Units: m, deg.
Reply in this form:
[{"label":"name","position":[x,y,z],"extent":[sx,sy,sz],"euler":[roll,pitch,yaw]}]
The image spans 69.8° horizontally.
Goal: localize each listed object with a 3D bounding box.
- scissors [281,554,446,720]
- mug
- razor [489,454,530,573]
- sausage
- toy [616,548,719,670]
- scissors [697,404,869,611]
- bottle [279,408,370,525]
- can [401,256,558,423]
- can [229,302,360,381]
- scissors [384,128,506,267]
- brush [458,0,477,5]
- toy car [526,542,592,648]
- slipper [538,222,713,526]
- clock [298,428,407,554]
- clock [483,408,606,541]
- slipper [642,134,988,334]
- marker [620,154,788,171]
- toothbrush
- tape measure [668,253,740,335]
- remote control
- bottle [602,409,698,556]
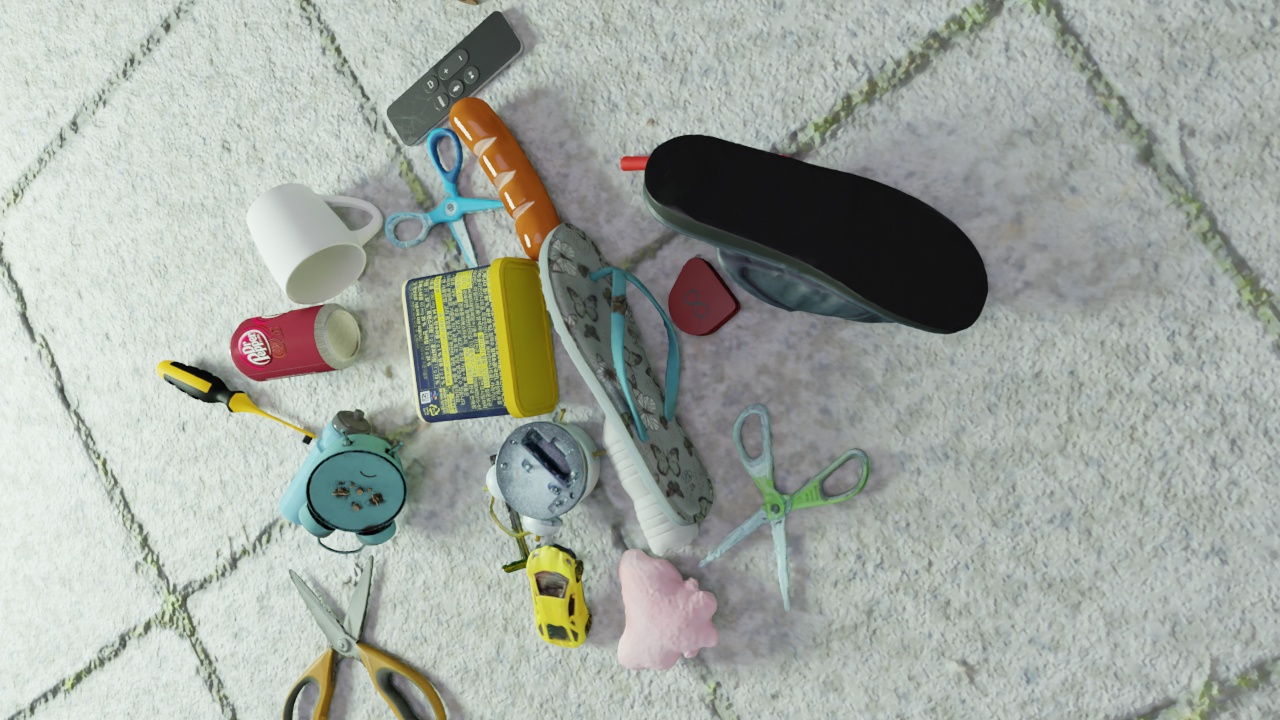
[{"label":"scissors","position":[-0.279,0.302,0.899],"extent":[0.230,0.016,0.225],"euler":[26,101,18]},{"label":"mug","position":[-0.301,-0.121,0.860],"extent":[0.114,0.081,0.087],"euler":[-35,72,-13]},{"label":"razor","position":[-0.116,0.135,0.827],"extent":[0.043,0.026,0.106],"euler":[-22,81,22]},{"label":"sausage","position":[-0.113,-0.158,0.797],"extent":[0.164,0.044,0.039],"euler":[59,150,8]},{"label":"toy","position":[0.021,0.209,0.763],"extent":[0.093,0.050,0.102],"euler":[-4,88,24]},{"label":"scissors","position":[0.107,0.115,0.749],"extent":[0.172,0.024,0.165],"euler":[-38,85,16]},{"label":"bottle","position":[-0.301,0.099,0.884],"extent":[0.040,0.040,0.130],"euler":[39,105,14]},{"label":"can","position":[-0.140,-0.015,0.800],"extent":[0.104,0.075,0.135],"euler":[-7,90,23]},{"label":"can","position":[-0.329,-0.016,0.875],"extent":[0.114,0.063,0.063],"euler":[-8,90,21]},{"label":"scissors","position":[-0.178,-0.149,0.840],"extent":[0.134,0.011,0.140],"euler":[1,93,23]},{"label":"brush","position":[-0.180,-0.320,0.760],"extent":[0.045,0.142,0.008],"euler":[5,93,29]},{"label":"toy car","position":[-0.072,0.204,0.795],"extent":[0.049,0.030,0.107],"euler":[3,117,19]},{"label":"slipper","position":[-0.004,0.004,0.733],"extent":[0.055,0.098,0.268],"euler":[-28,84,34]},{"label":"clock","position":[-0.264,0.125,0.849],"extent":[0.090,0.053,0.124],"euler":[16,110,-18]},{"label":"clock","position":[-0.087,0.102,0.790],"extent":[0.083,0.057,0.118],"euler":[44,101,10]},{"label":"slipper","position":[0.126,-0.085,0.701],"extent":[0.265,0.084,0.108],"euler":[21,61,6]},{"label":"marker","position":[0.051,-0.163,0.752],"extent":[0.142,0.012,0.013],"euler":[3,94,20]},{"label":"toothbrush","position":[-0.411,0.041,0.929],"extent":[0.197,0.031,0.030],"euler":[21,75,14]},{"label":"tape measure","position":[0.048,-0.050,0.756],"extent":[0.051,0.019,0.059],"euler":[-40,72,20]},{"label":"remote control","position":[-0.170,-0.254,0.832],"extent":[0.147,0.008,0.045],"euler":[-35,81,19]},{"label":"bottle","position":[0.003,0.093,0.767],"extent":[0.044,0.044,0.136],"euler":[-28,83,20]}]
